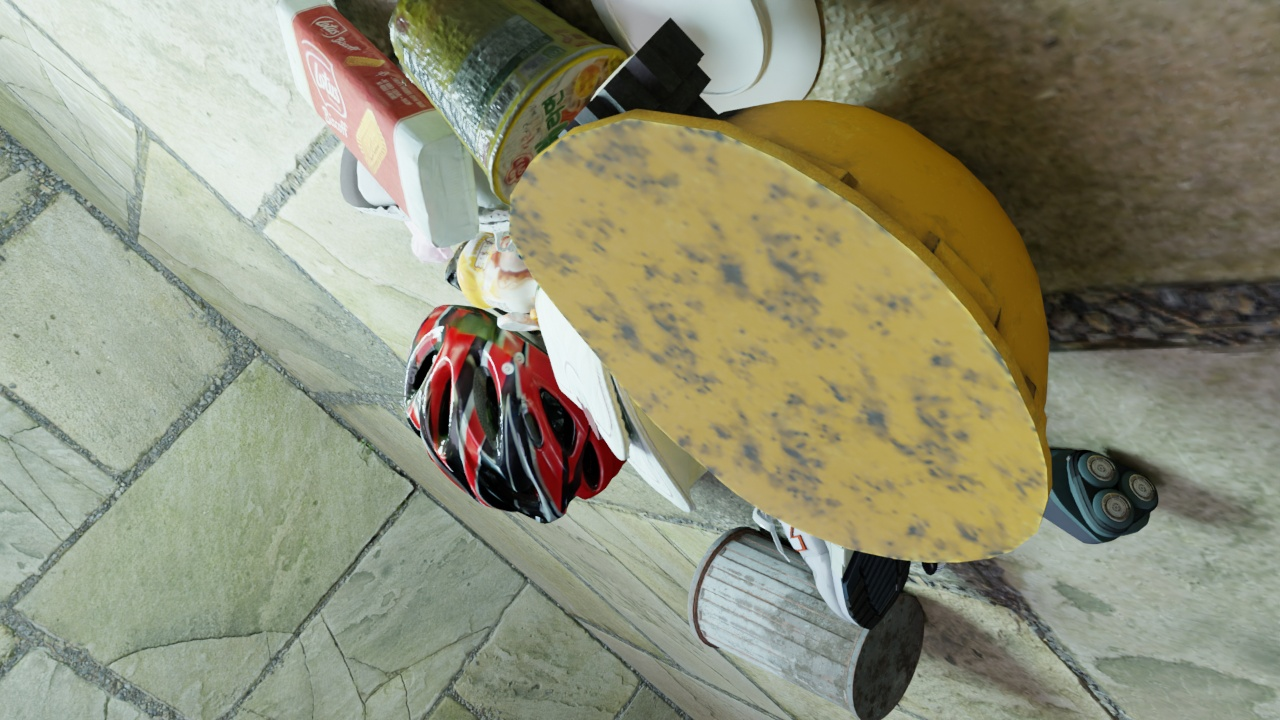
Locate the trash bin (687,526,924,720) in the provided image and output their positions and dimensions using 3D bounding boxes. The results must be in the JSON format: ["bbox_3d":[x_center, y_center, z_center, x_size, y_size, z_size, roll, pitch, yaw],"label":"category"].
[{"bbox_3d":[0.154,0.254,0.910,0.211,0.130,0.131,14,149,44],"label":"trash bin"}]

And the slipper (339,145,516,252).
[{"bbox_3d":[-0.115,-0.129,0.621,0.247,0.074,0.112,6,108,45],"label":"slipper"}]

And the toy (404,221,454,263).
[{"bbox_3d":[-0.169,-0.130,0.755,0.063,0.047,0.110,39,144,24],"label":"toy"}]

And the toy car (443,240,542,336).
[{"bbox_3d":[-0.116,-0.061,0.809,0.112,0.047,0.047,32,175,6],"label":"toy car"}]

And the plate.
[{"bbox_3d":[0.021,-0.161,0.422,0.134,0.011,0.135,33,159,14],"label":"plate"}]

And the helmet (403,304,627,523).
[{"bbox_3d":[-0.122,0.052,0.878,0.218,0.166,0.272,23,158,29],"label":"helmet"}]

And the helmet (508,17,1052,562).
[{"bbox_3d":[0.082,-0.037,0.410,0.255,0.131,0.206,44,150,-13],"label":"helmet"}]

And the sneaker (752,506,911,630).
[{"bbox_3d":[0.128,0.103,0.716,0.124,0.088,0.240,23,147,45],"label":"sneaker"}]

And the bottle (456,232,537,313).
[{"bbox_3d":[-0.091,-0.068,0.733,0.109,0.063,0.063,8,147,27],"label":"bottle"}]

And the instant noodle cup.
[{"bbox_3d":[-0.072,-0.152,0.488,0.108,0.102,0.102,46,162,16],"label":"instant noodle cup"}]

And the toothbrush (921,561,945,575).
[{"bbox_3d":[0.227,0.125,0.675,0.168,0.014,0.014,81,168,-57],"label":"toothbrush"}]

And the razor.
[{"bbox_3d":[0.226,0.074,0.539,0.143,0.047,0.052,-2,111,64],"label":"razor"}]

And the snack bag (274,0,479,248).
[{"bbox_3d":[-0.173,-0.162,0.591,0.225,0.041,0.078,44,149,33],"label":"snack bag"}]

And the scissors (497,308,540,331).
[{"bbox_3d":[-0.070,-0.029,0.761,0.070,0.013,0.130,-6,173,19],"label":"scissors"}]

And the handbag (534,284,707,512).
[{"bbox_3d":[-0.004,0.004,0.616,0.142,0.096,0.198,58,173,-19],"label":"handbag"}]
